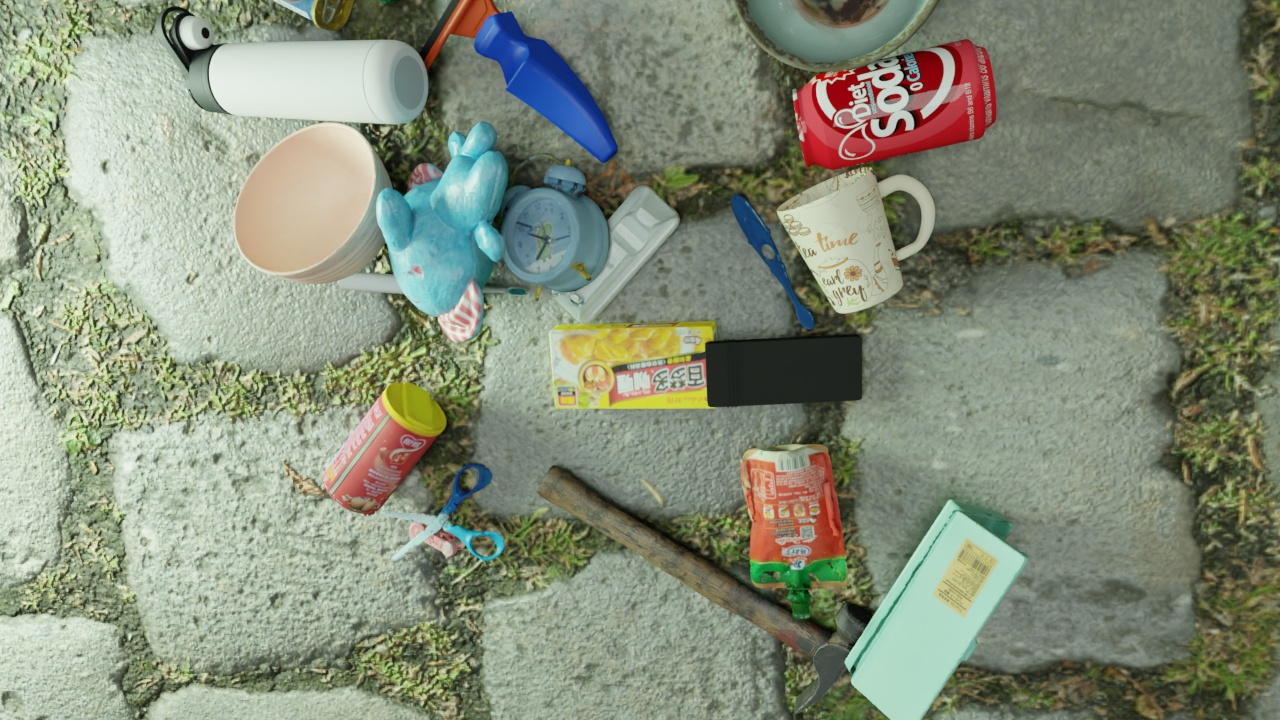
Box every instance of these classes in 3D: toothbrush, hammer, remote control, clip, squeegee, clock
[{"bbox_3d":[-0.195,-0.070,0.862,0.188,0.019,0.018,4,97,13],"label":"toothbrush"},{"bbox_3d":[0.045,0.203,0.862,0.330,0.033,0.120,31,109,6],"label":"hammer"},{"bbox_3d":[-0.024,-0.092,0.813,0.050,0.022,0.133,43,109,1],"label":"remote control"},{"bbox_3d":[-0.204,0.179,0.916,0.060,0.043,0.023,18,103,-5],"label":"clip"},{"bbox_3d":[0.123,0.009,0.791,0.133,0.013,0.058,-2,103,1],"label":"remote control"},{"bbox_3d":[0.114,-0.085,0.786,0.021,0.016,0.132,-30,92,18],"label":"toothbrush"},{"bbox_3d":[-0.087,-0.241,0.777,0.185,0.055,0.250,47,126,0],"label":"squeegee"},{"bbox_3d":[-0.079,-0.118,0.798,0.089,0.051,0.124,-18,81,28],"label":"clock"}]

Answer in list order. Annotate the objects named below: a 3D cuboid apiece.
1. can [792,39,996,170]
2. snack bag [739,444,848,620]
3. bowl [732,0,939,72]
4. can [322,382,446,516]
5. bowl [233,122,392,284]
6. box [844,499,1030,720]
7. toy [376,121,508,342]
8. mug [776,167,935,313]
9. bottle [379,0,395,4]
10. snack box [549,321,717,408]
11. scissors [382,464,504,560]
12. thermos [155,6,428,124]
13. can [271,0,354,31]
[{"bbox_3d":[0.194,-0.195,0.708,0.143,0.074,0.074,-10,100,16],"label":"can"},{"bbox_3d":[0.134,0.152,0.807,0.087,0.044,0.155,-6,91,18],"label":"snack bag"},{"bbox_3d":[0.149,-0.295,0.686,0.160,0.093,0.160,3,103,13],"label":"bowl"},{"bbox_3d":[-0.248,0.085,0.886,0.066,0.066,0.125,42,109,2],"label":"can"},{"bbox_3d":[-0.280,-0.130,0.827,0.153,0.076,0.152,-8,67,18],"label":"bowl"},{"bbox_3d":[0.256,0.219,0.768,0.077,0.091,0.189,18,109,-26],"label":"box"},{"bbox_3d":[-0.165,-0.116,0.769,0.181,0.114,0.183,-55,48,47],"label":"toy"},{"bbox_3d":[0.184,-0.104,0.744,0.122,0.081,0.097,-29,103,-9],"label":"mug"},{"bbox_3d":[-0.191,-0.355,0.784,0.110,0.042,0.042,-34,93,18],"label":"bottle"},{"bbox_3d":[-0.005,0.005,0.829,0.152,0.025,0.075,-1,103,14],"label":"snack box"},{"bbox_3d":[-0.192,0.148,0.901,0.130,0.014,0.117,6,84,9],"label":"scissors"},{"bbox_3d":[-0.305,-0.259,0.800,0.230,0.068,0.101,7,137,20],"label":"thermos"},{"bbox_3d":[-0.282,-0.348,0.801,0.059,0.053,0.100,27,107,7],"label":"can"}]
